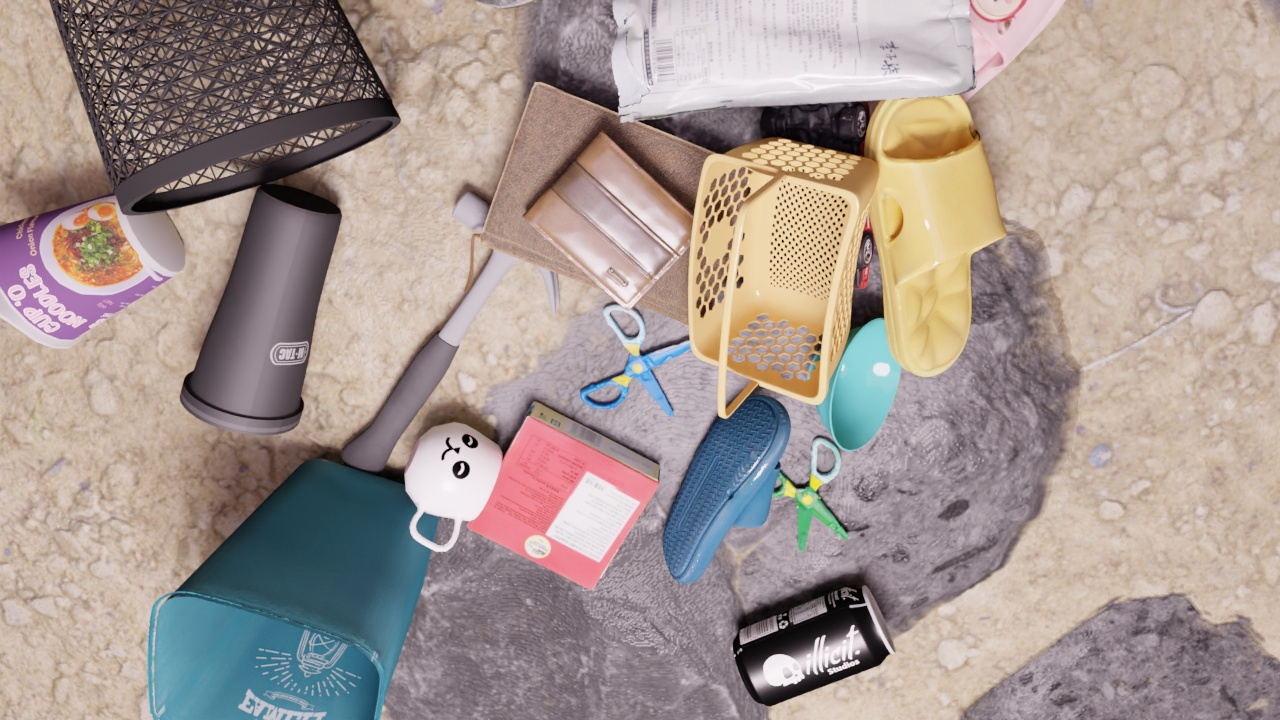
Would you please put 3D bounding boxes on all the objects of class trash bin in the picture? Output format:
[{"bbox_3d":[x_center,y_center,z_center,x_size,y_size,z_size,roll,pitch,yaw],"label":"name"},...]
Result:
[{"bbox_3d":[-0.331,-0.262,0.688,0.217,0.216,0.243,-18,102,10],"label":"trash bin"},{"bbox_3d":[-0.297,0.224,0.843,0.196,0.218,0.200,18,120,-3],"label":"trash bin"}]

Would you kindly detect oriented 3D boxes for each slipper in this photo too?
[{"bbox_3d":[0.256,-0.263,0.721,0.107,0.055,0.222,33,111,-11],"label":"slipper"},{"bbox_3d":[0.247,-0.096,0.744,0.099,0.078,0.264,-26,124,-21],"label":"slipper"},{"bbox_3d":[0.082,0.122,0.864,0.059,0.103,0.214,15,120,-25],"label":"slipper"}]

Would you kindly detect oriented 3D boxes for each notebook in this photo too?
[{"bbox_3d":[-0.025,-0.112,0.789,0.215,0.034,0.190,22,100,-7],"label":"notebook"}]

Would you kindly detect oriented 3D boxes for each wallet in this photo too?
[{"bbox_3d":[-0.020,-0.114,0.758,0.121,0.027,0.099,42,100,-12],"label":"wallet"}]

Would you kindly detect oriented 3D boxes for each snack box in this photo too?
[{"bbox_3d":[-0.076,0.135,0.902,0.142,0.040,0.145,28,111,-7],"label":"snack box"}]

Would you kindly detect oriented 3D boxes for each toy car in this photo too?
[{"bbox_3d":[0.151,-0.148,0.763,0.082,0.056,0.189,9,122,32],"label":"toy car"}]

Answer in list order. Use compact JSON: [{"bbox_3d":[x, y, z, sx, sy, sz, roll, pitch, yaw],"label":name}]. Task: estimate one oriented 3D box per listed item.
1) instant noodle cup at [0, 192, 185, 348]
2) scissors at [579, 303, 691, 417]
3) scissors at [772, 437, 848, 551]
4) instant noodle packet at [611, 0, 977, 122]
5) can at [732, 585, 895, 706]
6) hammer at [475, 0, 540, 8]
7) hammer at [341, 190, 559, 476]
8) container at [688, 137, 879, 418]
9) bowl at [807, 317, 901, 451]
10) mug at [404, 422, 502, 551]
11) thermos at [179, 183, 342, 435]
[{"bbox_3d":[-0.483,-0.089,0.804,0.122,0.136,0.122,-24,99,2],"label":"instant noodle cup"},{"bbox_3d":[-0.005,0.003,0.864,0.125,0.013,0.130,-22,110,13],"label":"scissors"},{"bbox_3d":[0.170,0.129,0.900,0.129,0.012,0.117,43,107,-11],"label":"scissors"},{"bbox_3d":[0.113,-0.258,0.706,0.269,0.057,0.146,-2,81,13],"label":"instant noodle packet"},{"bbox_3d":[0.173,0.286,0.921,0.146,0.080,0.080,-26,107,13],"label":"can"},{"bbox_3d":[-0.064,-0.433,0.692,0.133,0.033,0.334,24,110,-4],"label":"hammer"},{"bbox_3d":[-0.190,-0.001,0.865,0.125,0.029,0.311,35,110,-9],"label":"hammer"},{"bbox_3d":[0.098,-0.064,0.703,0.129,0.166,0.184,21,130,24],"label":"container"},{"bbox_3d":[0.184,0.017,0.824,0.046,0.120,0.121,19,117,40],"label":"bowl"},{"bbox_3d":[-0.184,0.118,0.862,0.076,0.123,0.090,24,145,-17],"label":"mug"},{"bbox_3d":[-0.334,-0.043,0.824,0.106,0.105,0.219,21,106,-4],"label":"thermos"}]
